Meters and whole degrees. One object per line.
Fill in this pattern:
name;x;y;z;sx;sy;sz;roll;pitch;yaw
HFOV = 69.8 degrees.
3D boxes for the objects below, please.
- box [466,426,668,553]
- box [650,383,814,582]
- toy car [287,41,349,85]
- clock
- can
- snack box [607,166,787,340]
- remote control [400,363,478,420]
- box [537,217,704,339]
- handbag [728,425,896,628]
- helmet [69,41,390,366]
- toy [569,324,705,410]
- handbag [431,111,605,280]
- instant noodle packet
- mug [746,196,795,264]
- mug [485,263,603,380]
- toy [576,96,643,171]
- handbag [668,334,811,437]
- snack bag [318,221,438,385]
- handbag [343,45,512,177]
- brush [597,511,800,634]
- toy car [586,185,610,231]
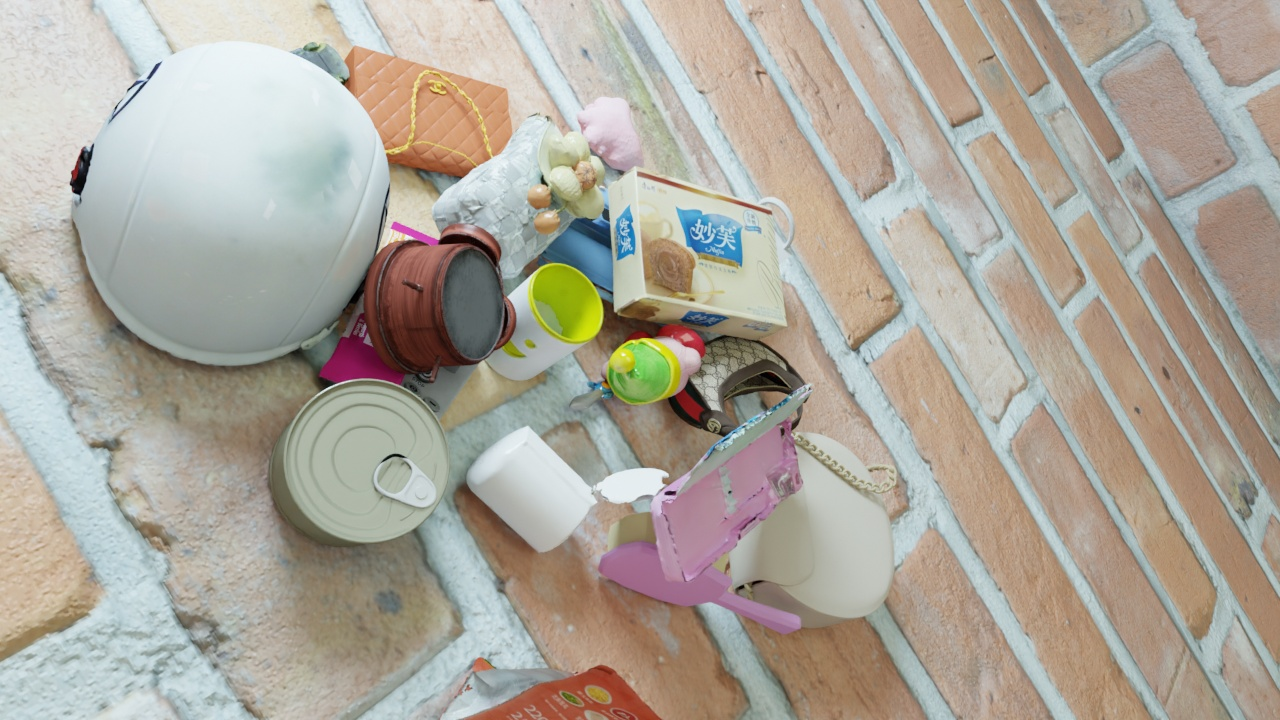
box;-0.065;0.107;0.834;0.136;0.144;0.083;48;4;-13
box;0.094;0.096;0.867;0.066;0.159;0.229;25;29;28
toy car;-0.329;-0.266;0.869;0.105;0.033;0.048;-35;89;-36
clock;-0.167;-0.054;0.805;0.157;0.072;0.121;-49;133;-58
can;-0.226;0.085;0.735;0.127;0.073;0.127;9;72;-30
snack box;0.065;-0.114;1.018;0.207;0.055;0.153;9;68;-36
remote control;-0.207;0.024;0.834;0.074;0.019;0.150;42;48;-16
box;-0.022;-0.086;1.027;0.209;0.049;0.120;24;41;-29
handbag;0.193;0.186;1.028;0.208;0.104;0.210;13;59;-30
helmet;-0.309;-0.138;0.733;0.236;0.164;0.263;27;54;-25
toy;-0.006;0.005;0.943;0.131;0.124;0.097;-63;143;-54
handbag;-0.111;-0.156;0.903;0.171;0.124;0.112;-50;124;-33
instant noodle packet;-0.037;0.295;0.699;0.164;0.222;0.083;45;49;-13
mug;0.148;-0.158;1.163;0.089;0.105;0.073;55;33;-3
mug;-0.098;-0.035;0.894;0.082;0.106;0.082;18;58;-32
toy;-0.037;-0.273;1.103;0.093;0.050;0.102;-11;79;-46
handbag;0.118;0.035;1.033;0.138;0.063;0.166;40;39;24
snack bag;-0.225;-0.049;0.842;0.070;0.016;0.196;24;49;-14
handbag;-0.213;-0.246;0.941;0.171;0.060;0.108;5;70;-38
brush;0.067;0.216;0.911;0.228;0.089;0.043;27;49;-23
toy car;0.001;-0.158;1.071;0.153;0.056;0.054;20;75;-25
